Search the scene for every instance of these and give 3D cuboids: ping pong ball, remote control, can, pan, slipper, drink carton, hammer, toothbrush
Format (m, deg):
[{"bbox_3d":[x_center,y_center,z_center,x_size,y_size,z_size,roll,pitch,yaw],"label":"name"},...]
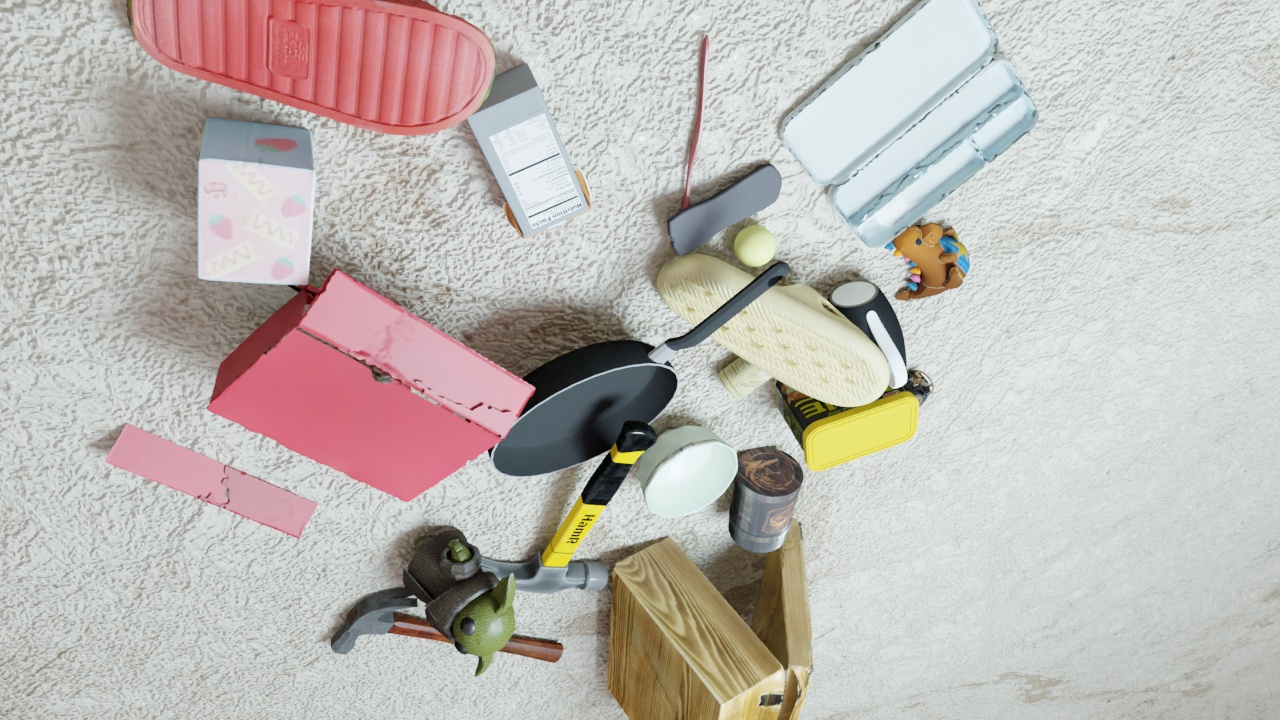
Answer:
[{"bbox_3d":[0.111,-0.111,0.891,0.040,0.040,0.040,-10,131,-12],"label":"ping pong ball"},{"bbox_3d":[0.080,-0.143,0.859,0.124,0.009,0.046,-31,136,-10],"label":"remote control"},{"bbox_3d":[0.228,0.050,1.030,0.130,0.101,0.073,-18,132,-5],"label":"can"},{"bbox_3d":[-0.006,0.006,0.884,0.357,0.044,0.203,-39,155,24],"label":"pan"},{"bbox_3d":[-0.227,-0.229,0.656,0.248,0.059,0.104,9,128,-7],"label":"slipper"},{"bbox_3d":[0.141,-0.045,0.918,0.261,0.079,0.112,28,149,-12],"label":"slipper"},{"bbox_3d":[-0.095,-0.170,0.759,0.076,0.048,0.125,-24,133,0],"label":"drink carton"},{"bbox_3d":[0.126,0.007,0.999,0.079,0.038,0.038,-37,131,12],"label":"can"},{"bbox_3d":[-0.068,0.173,1.039,0.169,0.034,0.326,8,135,-26],"label":"hammer"},{"bbox_3d":[0.051,-0.197,0.815,0.015,0.015,0.185,-10,130,-17],"label":"toothbrush"},{"bbox_3d":[-0.226,0.350,1.167,0.300,0.028,0.111,23,119,-34],"label":"hammer"}]

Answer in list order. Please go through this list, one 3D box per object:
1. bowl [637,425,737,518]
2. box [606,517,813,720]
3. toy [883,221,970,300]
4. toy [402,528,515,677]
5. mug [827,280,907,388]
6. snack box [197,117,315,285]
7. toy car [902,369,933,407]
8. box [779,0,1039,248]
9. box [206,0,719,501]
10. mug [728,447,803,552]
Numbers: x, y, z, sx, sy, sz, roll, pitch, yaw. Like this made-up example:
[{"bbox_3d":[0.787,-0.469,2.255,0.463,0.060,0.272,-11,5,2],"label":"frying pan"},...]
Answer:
[{"bbox_3d":[0.046,0.117,1.042,0.117,0.061,0.118,-17,136,-17],"label":"bowl"},{"bbox_3d":[0.134,0.390,1.191,0.263,0.269,0.280,-18,134,-27],"label":"box"},{"bbox_3d":[0.293,-0.102,0.972,0.090,0.070,0.103,28,139,-22],"label":"toy"},{"bbox_3d":[-0.203,0.264,1.028,0.078,0.153,0.180,-18,141,-43],"label":"toy"},{"bbox_3d":[0.240,-0.022,0.964,0.085,0.119,0.100,-24,123,-6],"label":"mug"},{"bbox_3d":[-0.289,-0.120,0.695,0.079,0.093,0.095,2,121,-22],"label":"snack box"},{"bbox_3d":[0.299,0.057,1.097,0.112,0.047,0.047,-28,128,5],"label":"toy car"},{"bbox_3d":[0.252,-0.223,0.861,0.209,0.037,0.190,-41,123,15],"label":"box"},{"bbox_3d":[-0.137,-0.088,0.770,0.468,0.138,0.214,-47,128,11],"label":"box"},{"bbox_3d":[0.163,0.165,1.129,0.115,0.080,0.107,-29,140,-32],"label":"mug"}]
